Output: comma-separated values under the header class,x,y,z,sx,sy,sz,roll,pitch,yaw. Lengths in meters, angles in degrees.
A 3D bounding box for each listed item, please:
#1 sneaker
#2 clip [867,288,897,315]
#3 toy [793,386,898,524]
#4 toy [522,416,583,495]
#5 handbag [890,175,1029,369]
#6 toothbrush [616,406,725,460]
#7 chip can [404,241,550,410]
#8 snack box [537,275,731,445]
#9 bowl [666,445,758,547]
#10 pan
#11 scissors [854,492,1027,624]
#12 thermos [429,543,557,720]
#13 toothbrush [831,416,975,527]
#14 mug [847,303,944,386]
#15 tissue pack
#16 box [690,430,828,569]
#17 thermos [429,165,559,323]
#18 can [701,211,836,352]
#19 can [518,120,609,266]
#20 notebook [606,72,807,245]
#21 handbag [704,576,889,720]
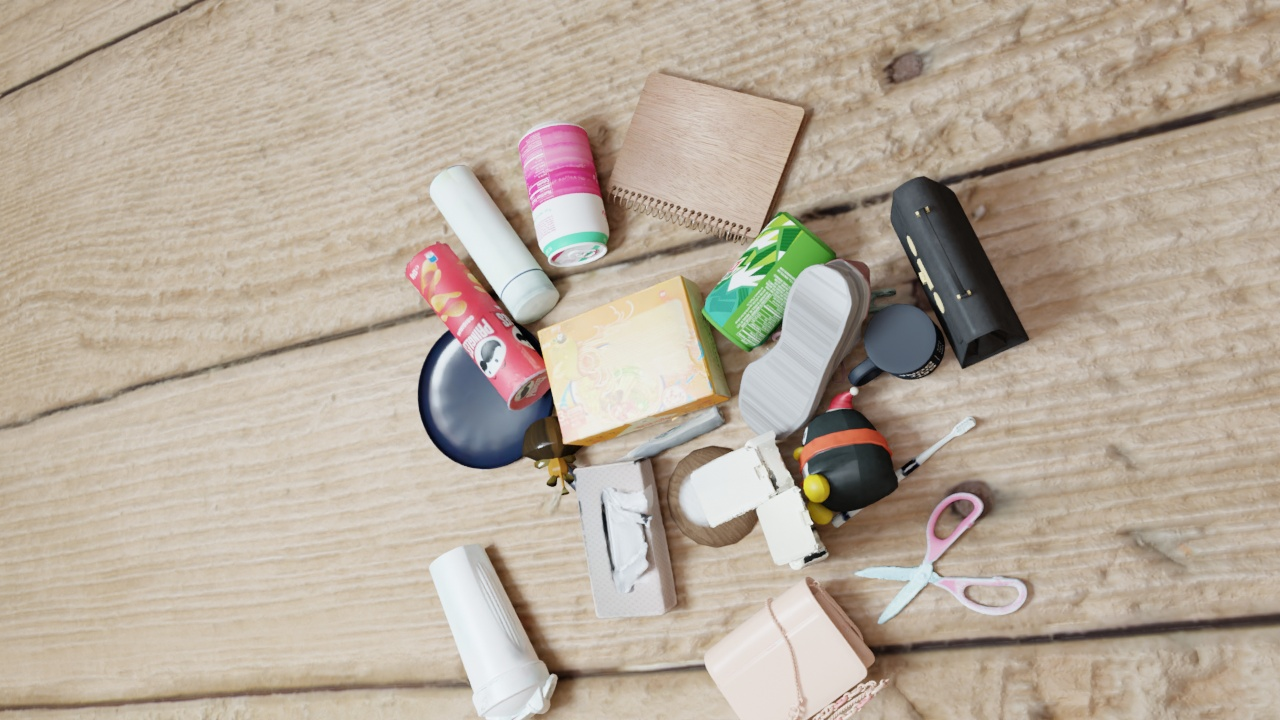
class,x,y,z,sx,sy,sz,roll,pitch,yaw
sneaker,0.185,-0.011,0.983,0.099,0.089,0.237,46,136,25
clip,0.243,-0.061,1.005,0.076,0.023,0.047,-10,83,25
toy,0.212,0.099,0.967,0.100,0.097,0.119,-12,56,7
toy,-0.102,0.116,1.108,0.076,0.063,0.100,-8,64,-17
handbag,0.298,-0.094,0.887,0.072,0.195,0.175,-27,74,20
toothbrush,0.015,0.102,1.091,0.186,0.022,0.024,-26,89,19
chip can,-0.203,-0.046,1.151,0.073,0.073,0.233,-45,72,14
snack box,-0.006,0.006,1.079,0.196,0.080,0.145,-20,76,21
bowl,0.080,0.156,1.053,0.118,0.030,0.117,-3,84,24
pan,-0.145,0.092,1.168,0.356,0.021,0.199,42,101,19
scissors,0.316,0.226,0.947,0.158,0.014,0.173,42,102,22
thermos,-0.183,0.336,1.123,0.099,0.099,0.220,-35,68,17
toothbrush,0.277,0.120,0.973,0.187,0.017,0.012,-41,78,16
mug,0.263,-0.008,0.959,0.105,0.077,0.071,-39,70,16
tissue pack,-0.018,0.206,1.064,0.104,0.071,0.181,-10,85,25
box,0.118,0.150,0.933,0.101,0.194,0.143,-22,72,-3
thermos,-0.191,-0.152,1.189,0.068,0.067,0.230,-41,71,15
can,0.141,-0.086,1.020,0.083,0.083,0.144,45,103,22
can,-0.094,-0.207,1.137,0.088,0.088,0.165,-17,78,22
notebook,0.074,-0.242,1.102,0.211,0.022,0.169,22,93,25
handbag,0.141,0.312,0.922,0.199,0.187,0.116,-43,76,20
